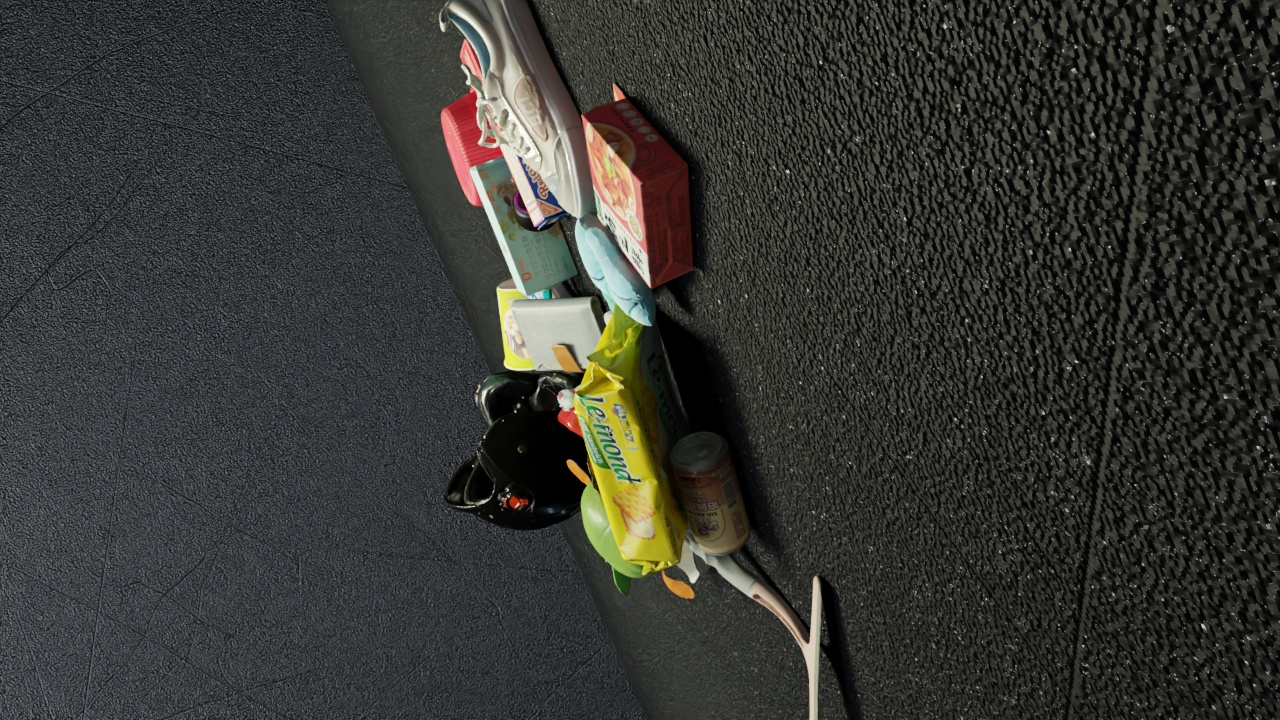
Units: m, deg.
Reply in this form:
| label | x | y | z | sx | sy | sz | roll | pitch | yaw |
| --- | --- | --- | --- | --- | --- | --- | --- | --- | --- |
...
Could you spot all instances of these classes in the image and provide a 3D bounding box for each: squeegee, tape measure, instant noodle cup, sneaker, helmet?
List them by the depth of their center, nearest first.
| label | x | y | z | sx | sy | sz | roll | pitch | yaw |
| --- | --- | --- | --- | --- | --- | --- | --- | --- | --- |
| sneaker | -0.120 | -0.247 | 0.900 | 0.242 | 0.090 | 0.089 | 67 | 168 | -10 |
| squeegee | 0.118 | 0.242 | 0.943 | 0.249 | 0.040 | 0.248 | 41 | 145 | 49 |
| tape measure | -0.124 | -0.183 | 1.098 | 0.057 | 0.057 | 0.039 | 57 | 165 | 23 |
| instant noodle cup | -0.220 | -0.282 | 1.249 | 0.194 | 0.065 | 0.194 | 158 | 90 | -77 |
| instant noodle cup | -0.163 | -0.063 | 1.379 | 0.112 | 0.111 | 0.123 | -143 | 39 | -64 |
| helmet | -0.166 | 0.147 | 1.405 | 0.230 | 0.275 | 0.233 | 41 | -174 | -18 |

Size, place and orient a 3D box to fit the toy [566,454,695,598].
| label | x | y | z | sx | sy | sz | roll | pitch | yaw |
| --- | --- | --- | --- | --- | --- | --- | --- | --- | --- |
| toy | -0.017 | 0.201 | 1.102 | 0.227 | 0.090 | 0.247 | 49 | 166 | 19 |

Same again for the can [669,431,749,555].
| label | x | y | z | sx | sy | sz | roll | pitch | yaw |
| --- | --- | --- | --- | --- | --- | --- | --- | --- | --- |
| can | 0.070 | 0.131 | 0.904 | 0.058 | 0.058 | 0.116 | 44 | 155 | 58 |

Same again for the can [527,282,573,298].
| label | x | y | z | sx | sy | sz | roll | pitch | yaw |
| --- | --- | --- | --- | --- | --- | --- | --- | --- | --- |
| can | -0.114 | -0.072 | 1.262 | 0.134 | 0.053 | 0.053 | 54 | 163 | 39 |

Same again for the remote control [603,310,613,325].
| label | x | y | z | sx | sy | sz | roll | pitch | yaw |
| --- | --- | --- | --- | --- | --- | --- | --- | --- | --- |
| remote control | -0.006 | 0.006 | 1.057 | 0.136 | 0.020 | 0.056 | 69 | 168 | -19 |

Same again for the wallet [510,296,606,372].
| label | x | y | z | sx | sy | sz | roll | pitch | yaw |
| --- | --- | --- | --- | --- | --- | --- | --- | --- | --- |
| wallet | -0.098 | -0.030 | 1.173 | 0.130 | 0.036 | 0.107 | 0 | 121 | 34 |

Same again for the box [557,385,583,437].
| label | x | y | z | sx | sy | sz | roll | pitch | yaw |
| --- | --- | --- | --- | --- | --- | --- | --- | --- | --- |
| box | -0.048 | 0.047 | 1.084 | 0.095 | 0.098 | 0.201 | 32 | 175 | -6 |

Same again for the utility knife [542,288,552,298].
| label | x | y | z | sx | sy | sz | roll | pitch | yaw |
| --- | --- | --- | --- | --- | --- | --- | --- | --- | --- |
| utility knife | -0.132 | -0.124 | 1.227 | 0.029 | 0.013 | 0.186 | 147 | 113 | -63 |

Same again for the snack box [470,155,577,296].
| label | x | y | z | sx | sy | sz | roll | pitch | yaw |
| --- | --- | --- | --- | --- | --- | --- | --- | --- | --- |
| snack box | -0.147 | -0.175 | 1.162 | 0.051 | 0.074 | 0.175 | 30 | 143 | 67 |

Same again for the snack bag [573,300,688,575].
| label | x | y | z | sx | sy | sz | roll | pitch | yaw |
| --- | --- | --- | --- | --- | --- | --- | --- | --- | --- |
| snack bag | -0.005 | 0.075 | 0.909 | 0.157 | 0.068 | 0.247 | -72 | -29 | -62 |

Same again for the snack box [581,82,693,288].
| label | x | y | z | sx | sy | sz | roll | pitch | yaw |
| --- | --- | --- | --- | --- | --- | --- | --- | --- | --- |
| snack box | -0.007 | -0.142 | 0.746 | 0.127 | 0.044 | 0.113 | 56 | 164 | 37 |

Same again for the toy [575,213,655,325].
| label | x | y | z | sx | sy | sz | roll | pitch | yaw |
| --- | --- | --- | --- | --- | --- | --- | --- | --- | --- |
| toy | -0.026 | -0.090 | 0.857 | 0.156 | 0.050 | 0.161 | 59 | -177 | 31 |

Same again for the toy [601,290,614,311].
| label | x | y | z | sx | sy | sz | roll | pitch | yaw |
| --- | --- | --- | --- | --- | --- | --- | --- | --- | --- |
| toy | -0.031 | -0.080 | 0.985 | 0.096 | 0.030 | 0.092 | 167 | 81 | -82 |

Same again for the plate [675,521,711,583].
| label | x | y | z | sx | sy | sz | roll | pitch | yaw |
| --- | --- | --- | --- | --- | --- | --- | --- | --- | --- |
| plate | 0.037 | 0.171 | 1.132 | 0.204 | 0.045 | 0.205 | 60 | 167 | 24 |

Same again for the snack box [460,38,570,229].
| label | x | y | z | sx | sy | sz | roll | pitch | yaw |
| --- | --- | --- | --- | --- | --- | --- | --- | --- | --- |
| snack box | -0.126 | -0.249 | 0.992 | 0.207 | 0.057 | 0.058 | 67 | 164 | -7 |
